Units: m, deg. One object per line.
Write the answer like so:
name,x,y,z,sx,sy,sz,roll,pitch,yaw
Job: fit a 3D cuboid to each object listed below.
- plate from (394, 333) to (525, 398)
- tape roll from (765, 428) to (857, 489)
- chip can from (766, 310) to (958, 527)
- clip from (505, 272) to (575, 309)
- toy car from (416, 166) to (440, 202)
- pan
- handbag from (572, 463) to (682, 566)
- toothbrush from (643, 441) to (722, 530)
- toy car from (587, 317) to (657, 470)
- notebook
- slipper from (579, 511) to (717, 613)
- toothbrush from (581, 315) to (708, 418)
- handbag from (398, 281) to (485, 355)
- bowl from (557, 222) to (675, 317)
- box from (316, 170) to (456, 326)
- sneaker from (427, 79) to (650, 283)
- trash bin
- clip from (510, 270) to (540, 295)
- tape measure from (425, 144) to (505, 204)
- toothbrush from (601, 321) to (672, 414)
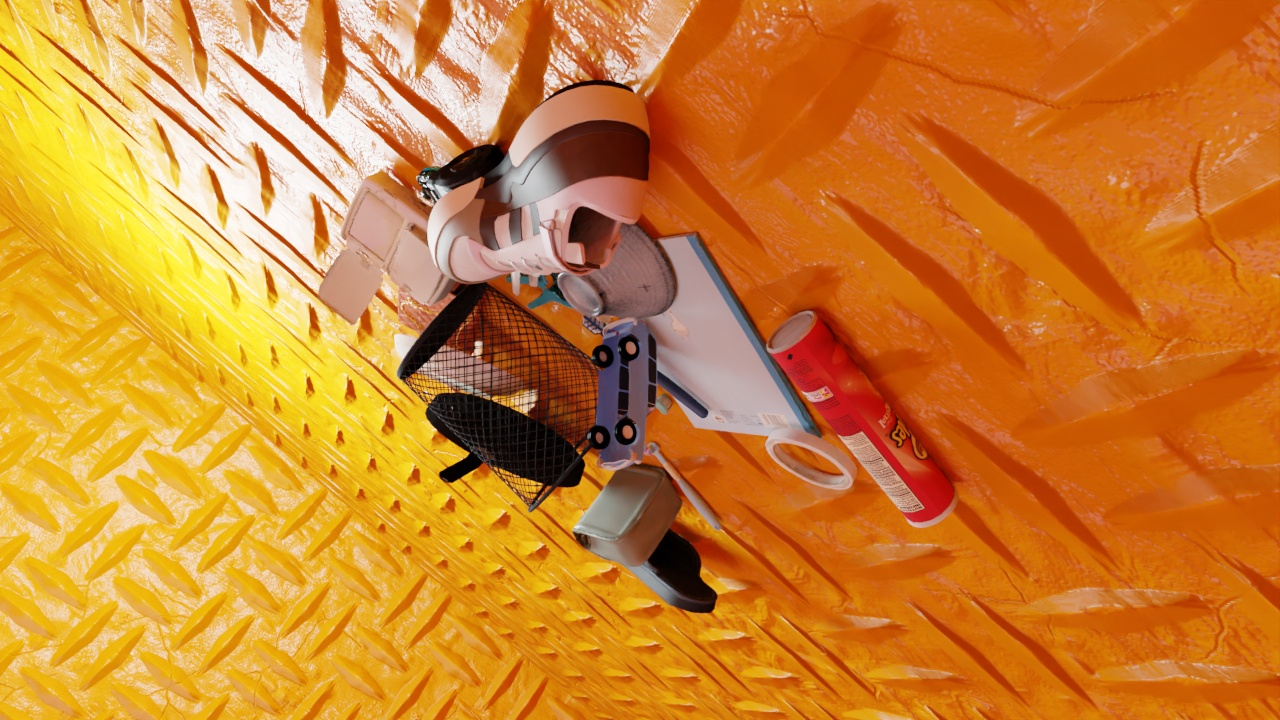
plate,-0.244,0.014,1.215,0.182,0.034,0.182,19,170,3
tape roll,0.169,0.098,0.908,0.093,0.013,0.093,26,159,11
chip can,0.191,0.052,0.784,0.215,0.051,0.052,48,152,-16
clip,-0.103,-0.096,0.962,0.130,0.030,0.120,15,145,42
toy car,-0.188,-0.162,0.958,0.048,0.032,0.105,5,142,48
pan,-0.183,0.106,1.157,0.225,0.034,0.356,27,-174,5
handbag,-0.015,0.198,1.193,0.106,0.121,0.067,7,140,43
toothbrush,0.057,0.161,1.159,0.022,0.016,0.155,-32,111,22
toy car,-0.014,0.034,0.913,0.054,0.153,0.056,14,161,-37
notebook,0.055,-0.016,0.899,0.181,0.009,0.253,3,135,50
slipper,0.018,0.257,1.300,0.108,0.083,0.266,12,-170,-40
toothbrush,0.005,0.006,0.968,0.168,0.014,0.014,39,165,2
handbag,-0.254,-0.066,1.162,0.109,0.060,0.172,34,153,2
bowl,-0.039,-0.078,0.852,0.137,0.057,0.137,32,151,20
box,-0.291,-0.106,1.063,0.143,0.044,0.185,37,121,4
sneaker,-0.085,-0.105,0.769,0.295,0.111,0.116,-26,67,48
trash bin,-0.144,0.031,1.024,0.210,0.183,0.184,41,153,-3
clip,-0.102,-0.110,0.918,0.060,0.052,0.102,17,130,25
tape measure,-0.157,-0.171,0.861,0.071,0.072,0.042,19,144,55
toothbrush,-0.006,0.006,1.006,0.135,0.017,0.022,53,151,-19
